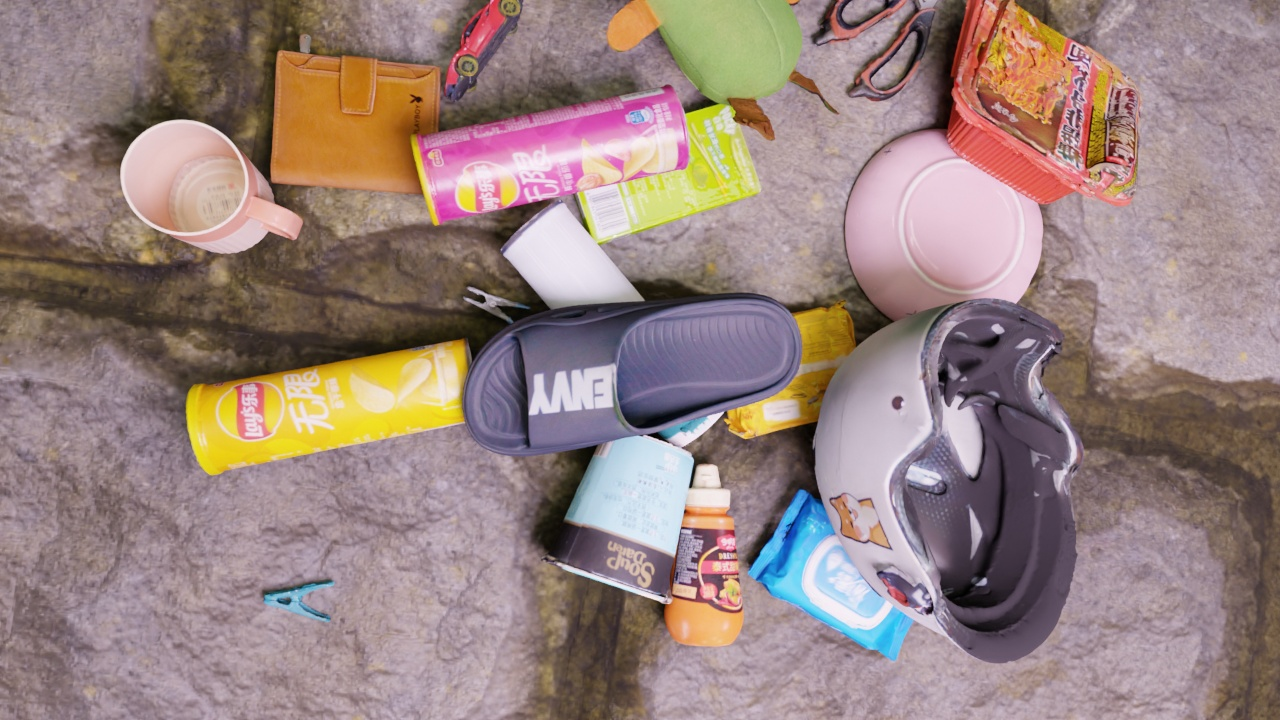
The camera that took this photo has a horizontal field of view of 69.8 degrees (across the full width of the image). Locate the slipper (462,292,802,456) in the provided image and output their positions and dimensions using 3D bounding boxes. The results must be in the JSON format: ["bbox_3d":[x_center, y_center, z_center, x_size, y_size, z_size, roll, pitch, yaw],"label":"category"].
[{"bbox_3d":[-0.004,0.004,0.687,0.268,0.083,0.110,-11,90,-4],"label":"slipper"}]

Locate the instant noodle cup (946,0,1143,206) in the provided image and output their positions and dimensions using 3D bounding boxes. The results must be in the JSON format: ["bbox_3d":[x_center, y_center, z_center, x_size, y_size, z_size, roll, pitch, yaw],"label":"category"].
[{"bbox_3d":[0.341,-0.219,0.803,0.189,0.079,0.164,29,58,-9],"label":"instant noodle cup"}]

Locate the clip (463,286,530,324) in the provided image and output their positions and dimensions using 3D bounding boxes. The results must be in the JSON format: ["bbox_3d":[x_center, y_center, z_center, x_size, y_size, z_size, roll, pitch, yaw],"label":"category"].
[{"bbox_3d":[-0.121,-0.047,0.769,0.058,0.026,0.042,21,93,-5],"label":"clip"}]

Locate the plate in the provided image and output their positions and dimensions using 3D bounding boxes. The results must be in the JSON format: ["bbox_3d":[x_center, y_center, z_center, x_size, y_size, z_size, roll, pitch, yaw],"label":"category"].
[{"bbox_3d":[0.282,-0.118,0.829,0.192,0.039,0.192,0,89,-10],"label":"plate"}]

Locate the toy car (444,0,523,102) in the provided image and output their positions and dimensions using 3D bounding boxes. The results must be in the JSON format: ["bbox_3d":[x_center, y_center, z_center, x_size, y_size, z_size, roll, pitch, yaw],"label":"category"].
[{"bbox_3d":[-0.133,-0.262,0.758,0.031,0.049,0.106,32,84,-7],"label":"toy car"}]

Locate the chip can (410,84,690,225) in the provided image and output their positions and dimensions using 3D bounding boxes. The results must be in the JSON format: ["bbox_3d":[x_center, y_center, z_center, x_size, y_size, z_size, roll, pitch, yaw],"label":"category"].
[{"bbox_3d":[-0.070,-0.164,0.729,0.210,0.071,0.071,-14,91,-8],"label":"chip can"}]

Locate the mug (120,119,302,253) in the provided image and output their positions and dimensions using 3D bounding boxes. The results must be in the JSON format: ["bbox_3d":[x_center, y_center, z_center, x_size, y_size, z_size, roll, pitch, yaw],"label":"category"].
[{"bbox_3d":[-0.314,-0.121,0.696,0.114,0.106,0.081,20,85,-9],"label":"mug"}]

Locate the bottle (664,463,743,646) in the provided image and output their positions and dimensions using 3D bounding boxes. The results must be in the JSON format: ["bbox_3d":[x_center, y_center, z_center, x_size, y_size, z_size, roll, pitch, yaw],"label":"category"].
[{"bbox_3d":[0.055,0.162,0.778,0.066,0.067,0.149,4,81,-10],"label":"bottle"}]

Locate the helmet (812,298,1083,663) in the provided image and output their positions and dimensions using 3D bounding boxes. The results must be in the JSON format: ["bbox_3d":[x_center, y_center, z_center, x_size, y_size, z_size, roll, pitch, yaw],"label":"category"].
[{"bbox_3d":[0.228,0.087,0.725,0.229,0.157,0.274,-31,112,-34],"label":"helmet"}]

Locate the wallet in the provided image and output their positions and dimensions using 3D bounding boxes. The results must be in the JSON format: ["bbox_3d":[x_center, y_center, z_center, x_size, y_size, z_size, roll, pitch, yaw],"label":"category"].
[{"bbox_3d":[-0.231,-0.199,0.752,0.130,0.035,0.119,2,94,-10],"label":"wallet"}]

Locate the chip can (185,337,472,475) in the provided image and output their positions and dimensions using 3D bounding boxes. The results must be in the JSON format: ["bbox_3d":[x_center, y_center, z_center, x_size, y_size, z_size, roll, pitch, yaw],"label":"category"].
[{"bbox_3d":[-0.235,0.035,0.723,0.213,0.072,0.072,-10,90,-9],"label":"chip can"}]

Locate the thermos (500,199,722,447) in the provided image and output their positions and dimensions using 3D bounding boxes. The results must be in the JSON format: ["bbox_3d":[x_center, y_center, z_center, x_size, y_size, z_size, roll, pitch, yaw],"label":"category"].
[{"bbox_3d":[-0.018,-0.026,0.762,0.073,0.073,0.224,-41,94,-8],"label":"thermos"}]

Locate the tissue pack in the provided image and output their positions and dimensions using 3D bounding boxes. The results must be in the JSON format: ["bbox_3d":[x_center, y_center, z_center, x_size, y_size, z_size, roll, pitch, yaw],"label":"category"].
[{"bbox_3d":[0.180,0.189,0.799,0.157,0.052,0.095,32,84,-7],"label":"tissue pack"}]

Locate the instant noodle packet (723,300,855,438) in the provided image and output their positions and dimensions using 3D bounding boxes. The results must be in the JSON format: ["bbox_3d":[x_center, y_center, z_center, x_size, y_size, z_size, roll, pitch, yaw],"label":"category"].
[{"bbox_3d":[0.127,0.008,0.799,0.128,0.044,0.110,-8,83,-13],"label":"instant noodle packet"}]

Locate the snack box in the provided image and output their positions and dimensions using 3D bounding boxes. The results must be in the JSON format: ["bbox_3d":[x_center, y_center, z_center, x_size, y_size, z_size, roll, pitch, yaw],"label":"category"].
[{"bbox_3d":[0.018,-0.162,0.793,0.156,0.026,0.086,-19,92,-9],"label":"snack box"}]

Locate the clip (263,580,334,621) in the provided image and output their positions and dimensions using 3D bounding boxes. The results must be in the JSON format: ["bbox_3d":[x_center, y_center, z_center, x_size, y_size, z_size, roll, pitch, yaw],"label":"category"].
[{"bbox_3d":[-0.277,0.193,0.742,0.054,0.013,0.033,7,87,-11],"label":"clip"}]

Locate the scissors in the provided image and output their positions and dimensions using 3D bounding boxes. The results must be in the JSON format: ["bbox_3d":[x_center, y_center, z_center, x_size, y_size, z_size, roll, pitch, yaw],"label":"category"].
[{"bbox_3d":[0.246,-0.337,0.840,0.206,0.015,0.201,-1,89,-9],"label":"scissors"}]

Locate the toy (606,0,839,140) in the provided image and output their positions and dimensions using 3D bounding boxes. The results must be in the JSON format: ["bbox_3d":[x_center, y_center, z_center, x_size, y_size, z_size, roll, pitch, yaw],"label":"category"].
[{"bbox_3d":[0.065,-0.288,0.767,0.226,0.090,0.246,-28,83,-37],"label":"toy"}]

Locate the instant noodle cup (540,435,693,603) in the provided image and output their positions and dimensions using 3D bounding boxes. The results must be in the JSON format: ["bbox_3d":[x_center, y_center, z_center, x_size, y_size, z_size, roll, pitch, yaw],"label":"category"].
[{"bbox_3d":[-0.009,0.123,0.748,0.111,0.111,0.120,21,77,-9],"label":"instant noodle cup"}]
